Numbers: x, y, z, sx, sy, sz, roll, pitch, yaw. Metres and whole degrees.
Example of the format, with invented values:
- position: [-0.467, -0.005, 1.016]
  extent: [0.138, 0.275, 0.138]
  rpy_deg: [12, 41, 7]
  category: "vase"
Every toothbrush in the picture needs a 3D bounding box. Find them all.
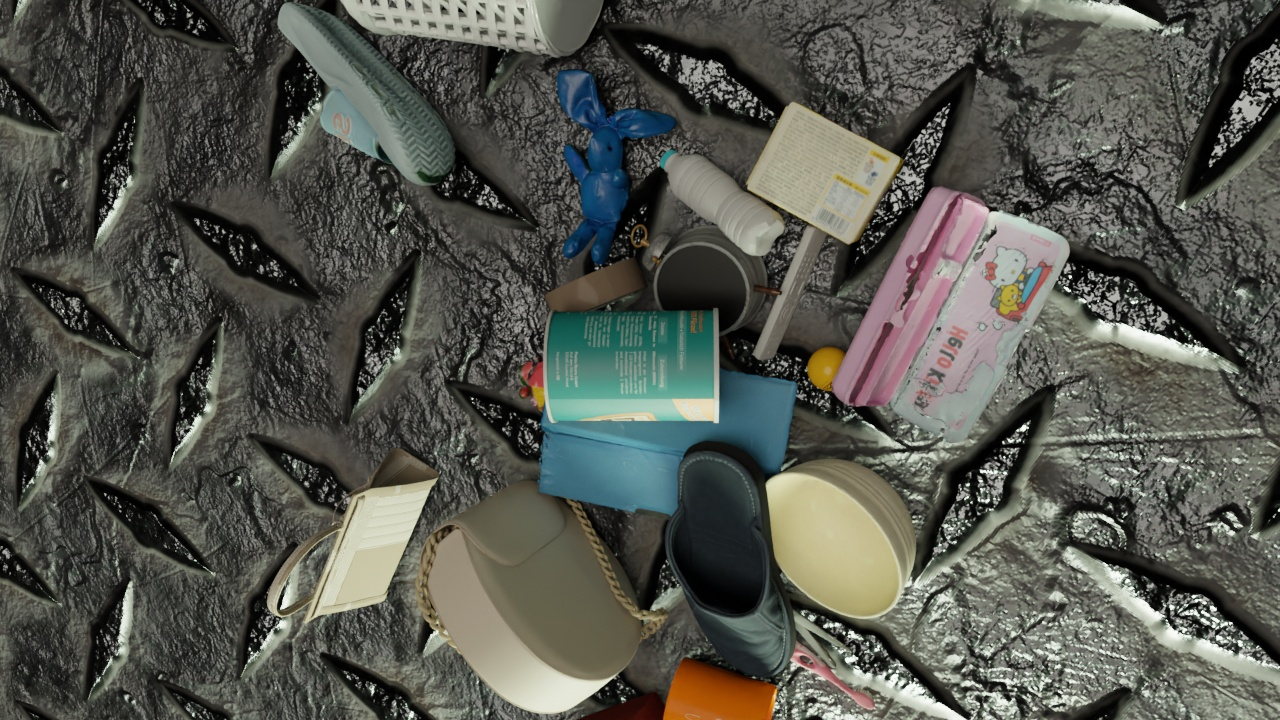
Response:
- position: [0.171, 0.301, 0.905]
  extent: [0.135, 0.016, 0.022]
  rpy_deg: [31, 108, 14]
  category: "toothbrush"

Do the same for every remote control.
- position: [0.136, -0.061, 0.837]
  extent: [0.012, 0.033, 0.131]
  rpy_deg: [30, 109, 28]
  category: "remote control"

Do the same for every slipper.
- position: [-0.276, -0.257, 0.908]
  extent: [0.245, 0.103, 0.074]
  rpy_deg: [48, 113, 12]
  category: "slipper"
- position: [0.074, 0.206, 0.849]
  extent: [0.109, 0.083, 0.266]
  rpy_deg: [5, 121, 29]
  category: "slipper"

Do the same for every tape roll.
- position: [-0.042, -0.065, 0.864]
  extent: [0.094, 0.093, 0.030]
  rpy_deg: [-22, 93, 21]
  category: "tape roll"

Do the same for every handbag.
- position: [-0.312, 0.203, 0.954]
  extent: [0.062, 0.197, 0.176]
  rpy_deg: [30, 108, 11]
  category: "handbag"
- position: [-0.092, 0.218, 0.874]
  extent: [0.103, 0.210, 0.208]
  rpy_deg: [-43, 83, 21]
  category: "handbag"

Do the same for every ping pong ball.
- position: [0.172, 0.008, 0.833]
  extent: [0.040, 0.040, 0.040]
  rpy_deg: [4, 102, 18]
  category: "ping pong ball"

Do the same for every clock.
- position: [0.051, -0.078, 0.849]
  extent: [0.148, 0.056, 0.104]
  rpy_deg: [36, 118, 5]
  category: "clock"

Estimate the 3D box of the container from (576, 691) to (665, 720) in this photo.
- position: [0.002, 0.463, 0.943]
  extent: [0.148, 0.126, 0.201]
  rpy_deg: [-28, 84, 21]
  category: "container"

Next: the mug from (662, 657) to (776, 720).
- position: [0.080, 0.361, 0.923]
  extent: [0.096, 0.077, 0.113]
  rpy_deg: [13, 135, 16]
  category: "mug"

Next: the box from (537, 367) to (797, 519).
- position: [0.020, 0.079, 0.871]
  extent: [0.232, 0.060, 0.175]
  rpy_deg: [10, 105, 4]
  category: "box"

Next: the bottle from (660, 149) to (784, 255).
- position: [0.068, -0.147, 0.825]
  extent: [0.136, 0.044, 0.044]
  rpy_deg: [44, 112, 28]
  category: "bottle"

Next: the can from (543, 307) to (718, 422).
- position: [-0.005, 0.005, 0.797]
  extent: [0.144, 0.099, 0.099]
  rpy_deg: [0, 101, 4]
  category: "can"

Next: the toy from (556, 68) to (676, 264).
- position: [-0.030, -0.176, 0.854]
  extent: [0.113, 0.071, 0.176]
  rpy_deg: [7, 93, 15]
  category: "toy"

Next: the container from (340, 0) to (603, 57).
- position: [-0.141, -0.369, 0.789]
  extent: [0.187, 0.189, 0.189]
  rpy_deg: [13, 104, 15]
  category: "container"

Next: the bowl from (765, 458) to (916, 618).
- position: [0.186, 0.147, 0.825]
  extent: [0.151, 0.075, 0.151]
  rpy_deg: [29, 136, 33]
  category: "bowl"

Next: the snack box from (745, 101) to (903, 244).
- position: [0.159, -0.161, 0.793]
  extent: [0.106, 0.061, 0.084]
  rpy_deg: [31, 109, 11]
  category: "snack box"

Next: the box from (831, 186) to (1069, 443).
- position: [0.262, -0.033, 0.776]
  extent: [0.101, 0.111, 0.202]
  rpy_deg: [36, 111, 36]
  category: "box"

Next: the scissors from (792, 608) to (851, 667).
- position: [0.127, 0.246, 0.910]
  extent: [0.131, 0.014, 0.153]
  rpy_deg: [-22, 90, 21]
  category: "scissors"

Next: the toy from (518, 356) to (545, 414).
- position: [-0.075, 0.024, 0.922]
  extent: [0.103, 0.046, 0.084]
  rpy_deg: [-41, 72, 17]
  category: "toy"
